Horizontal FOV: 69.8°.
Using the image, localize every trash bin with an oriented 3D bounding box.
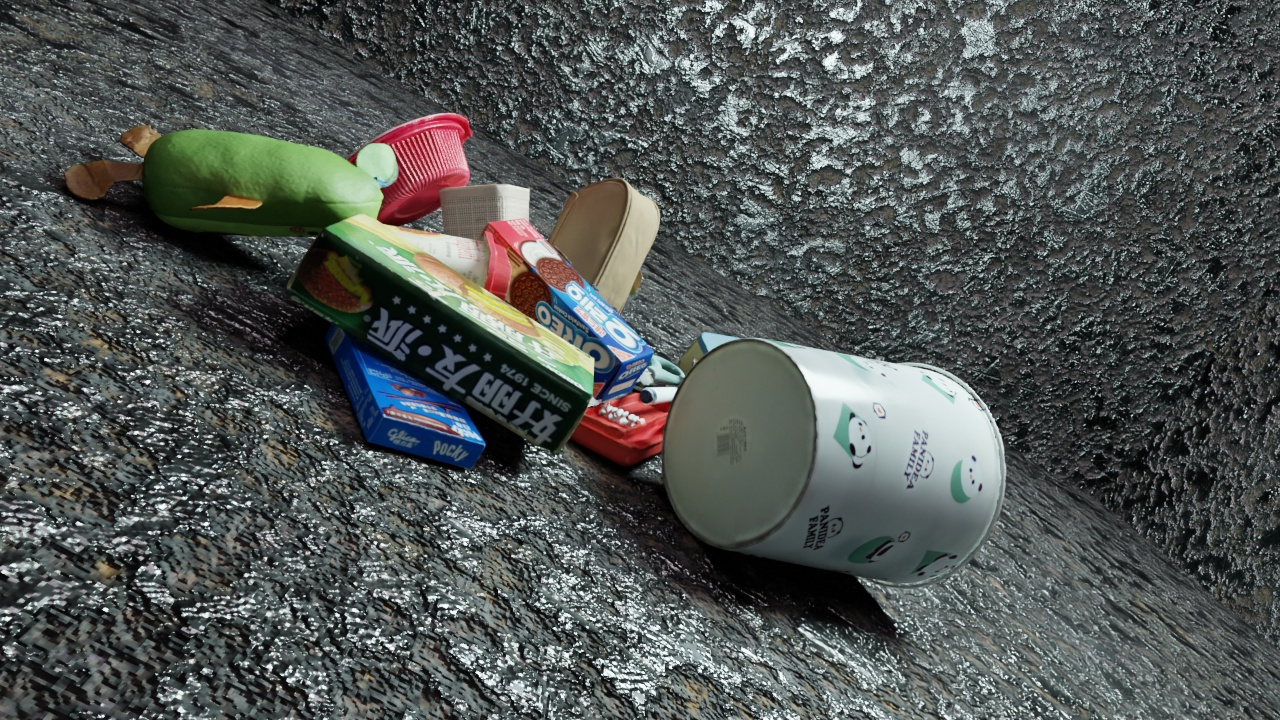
[{"bbox_3d":[0.172,0.092,0.858,0.251,0.230,0.229,14,21,-40],"label":"trash bin"}]

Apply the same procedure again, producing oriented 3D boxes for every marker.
[{"bbox_3d":[0.027,0.037,0.970,0.022,0.018,0.130,35,10,15],"label":"marker"}]

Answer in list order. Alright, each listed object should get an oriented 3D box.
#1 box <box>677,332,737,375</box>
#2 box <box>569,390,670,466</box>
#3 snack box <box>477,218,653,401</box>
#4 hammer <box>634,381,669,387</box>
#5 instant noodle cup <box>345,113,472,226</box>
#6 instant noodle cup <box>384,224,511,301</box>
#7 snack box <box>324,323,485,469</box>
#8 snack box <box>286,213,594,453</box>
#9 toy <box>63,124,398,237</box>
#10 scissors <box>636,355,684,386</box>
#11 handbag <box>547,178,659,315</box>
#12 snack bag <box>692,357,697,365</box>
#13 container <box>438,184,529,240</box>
[{"bbox_3d":[0.116,0.053,1.087,0.089,0.060,0.184,6,45,-38],"label":"box"},{"bbox_3d":[-0.040,0.047,0.929,0.158,0.038,0.200,25,11,16],"label":"box"},{"bbox_3d":[-0.079,-0.053,0.903,0.207,0.057,0.058,46,33,17],"label":"snack box"},{"bbox_3d":[-0.015,0.016,1.110,0.323,0.032,0.126,25,14,-25],"label":"hammer"},{"bbox_3d":[-0.279,-0.220,1.114,0.066,0.194,0.193,59,15,2],"label":"instant noodle cup"},{"bbox_3d":[-0.194,-0.067,0.843,0.124,0.117,0.116,14,18,-20],"label":"instant noodle cup"},{"bbox_3d":[-0.182,0.022,0.698,0.084,0.026,0.157,22,15,-38],"label":"snack box"},{"bbox_3d":[-0.151,-0.024,0.741,0.240,0.063,0.114,33,11,-9],"label":"snack box"},{"bbox_3d":[-0.339,-0.151,0.787,0.246,0.090,0.226,7,22,-6],"label":"toy"},{"bbox_3d":[-0.013,0.004,1.015,0.139,0.019,0.179,24,11,6],"label":"scissors"},{"bbox_3d":[-0.060,-0.124,1.155,0.148,0.204,0.099,20,-8,46],"label":"handbag"},{"bbox_3d":[0.066,0.042,1.007,0.045,0.026,0.105,54,24,-32],"label":"snack bag"},{"bbox_3d":[-0.187,-0.154,1.121,0.090,0.111,0.089,-1,5,14],"label":"container"}]
